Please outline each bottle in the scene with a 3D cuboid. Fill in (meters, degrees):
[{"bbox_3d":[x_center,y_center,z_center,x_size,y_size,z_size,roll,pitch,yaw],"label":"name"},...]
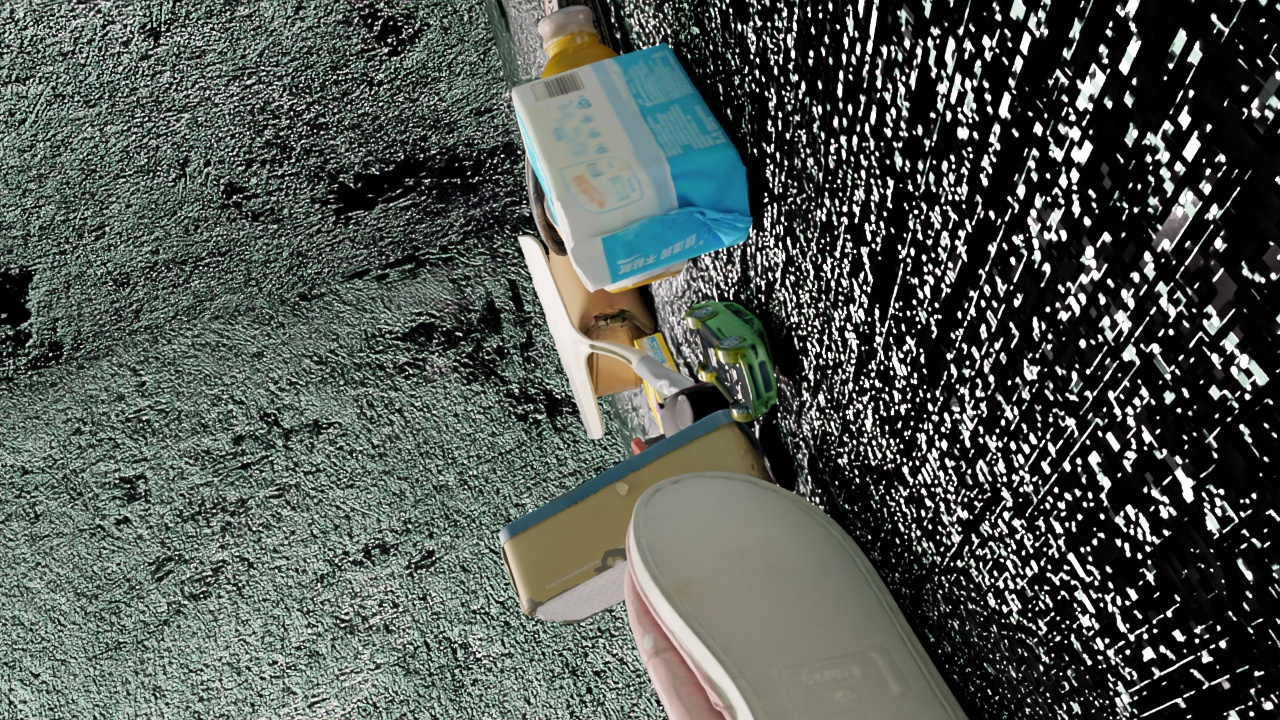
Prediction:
[{"bbox_3d":[-0.024,-0.143,0.625,0.068,0.068,0.189,-156,48,-84],"label":"bottle"}]

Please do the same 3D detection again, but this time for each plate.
[{"bbox_3d":[-0.083,-0.193,0.913,0.179,0.024,0.179,3,-91,-76],"label":"plate"}]

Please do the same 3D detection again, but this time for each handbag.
[{"bbox_3d":[-0.044,-0.066,1.026,0.148,0.099,0.204,93,160,-56],"label":"handbag"}]

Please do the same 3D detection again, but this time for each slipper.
[{"bbox_3d":[0.068,0.140,0.393,0.274,0.114,0.054,-127,30,-55],"label":"slipper"}]

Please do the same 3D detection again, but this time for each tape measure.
[{"bbox_3d":[0.041,0.035,0.610,0.058,0.057,0.039,-45,58,59],"label":"tape measure"}]

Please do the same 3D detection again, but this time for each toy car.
[{"bbox_3d":[0.050,-0.004,0.486,0.091,0.036,0.043,-115,10,-64],"label":"toy car"}]

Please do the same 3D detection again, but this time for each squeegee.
[{"bbox_3d":[-0.005,0.005,0.865,0.247,0.039,0.247,24,138,52],"label":"squeegee"}]

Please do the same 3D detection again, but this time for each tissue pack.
[{"bbox_3d":[-0.006,-0.099,0.461,0.063,0.090,0.140,77,172,-47],"label":"tissue pack"}]

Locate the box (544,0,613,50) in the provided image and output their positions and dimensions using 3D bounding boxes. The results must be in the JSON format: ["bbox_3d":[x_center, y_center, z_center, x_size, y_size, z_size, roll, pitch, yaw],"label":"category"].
[{"bbox_3d":[-0.043,-0.214,0.681,0.070,0.057,0.164,-70,-35,-69],"label":"box"}]

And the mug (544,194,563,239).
[{"bbox_3d":[-0.043,-0.127,0.895,0.123,0.078,0.078,72,178,-67],"label":"mug"}]

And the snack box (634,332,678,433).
[{"bbox_3d":[0.032,0.049,0.926,0.087,0.033,0.140,78,174,-46],"label":"snack box"}]

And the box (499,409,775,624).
[{"bbox_3d":[0.009,0.098,0.571,0.059,0.184,0.090,63,-174,27],"label":"box"}]

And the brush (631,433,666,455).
[{"bbox_3d":[0.017,0.140,0.877,0.063,0.069,0.146,51,162,42],"label":"brush"}]
